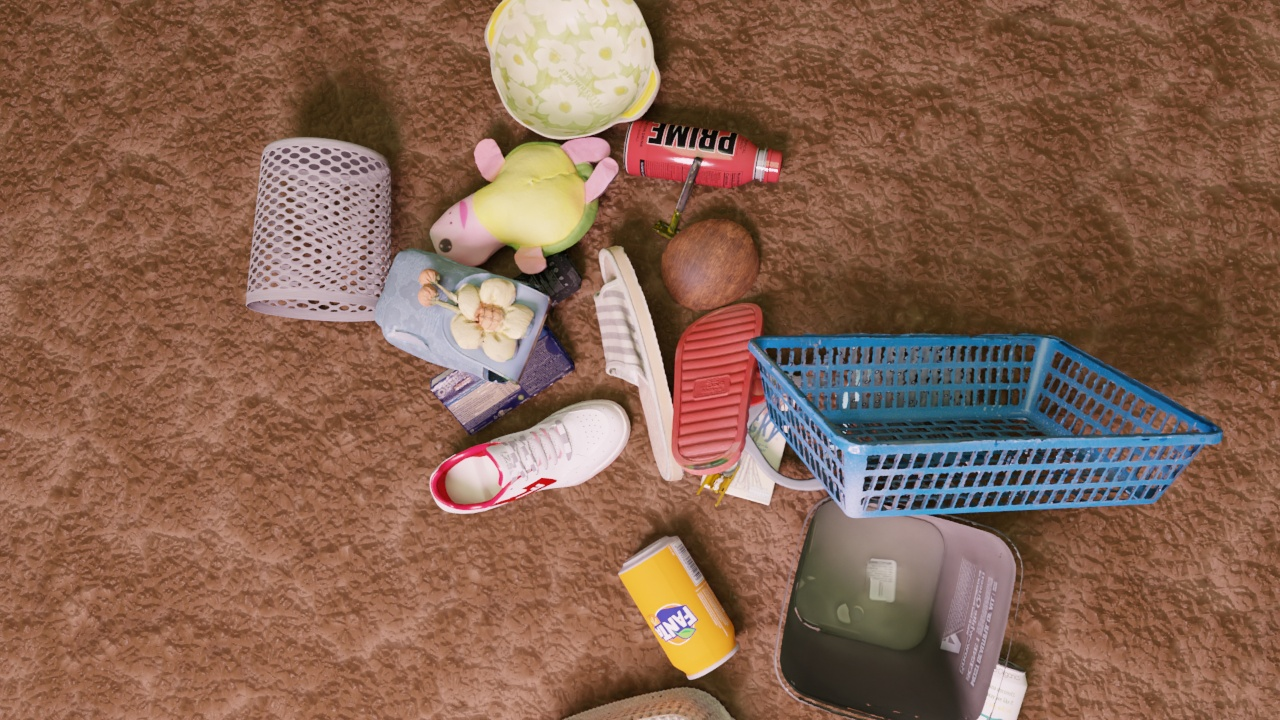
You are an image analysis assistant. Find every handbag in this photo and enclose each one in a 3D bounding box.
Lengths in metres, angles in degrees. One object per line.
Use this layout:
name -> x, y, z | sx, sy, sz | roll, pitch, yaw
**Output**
handbag -> -0.198, -0.053, 0.990 | 0.192, 0.118, 0.121 | 21, 82, 16

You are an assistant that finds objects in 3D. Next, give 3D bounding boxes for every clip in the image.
clip -> 0.087, 0.134, 1.010 | 0.048, 0.046, 0.054 | 30, 91, -37
clip -> 0.149, 0.103, 1.005 | 0.173, 0.030, 0.164 | -18, 82, 9

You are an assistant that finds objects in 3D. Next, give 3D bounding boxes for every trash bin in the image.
trash bin -> 0.240, 0.233, 0.916 | 0.197, 0.220, 0.197 | 13, 88, 8
trash bin -> -0.365, -0.147, 1.057 | 0.156, 0.156, 0.183 | 0, 84, 8

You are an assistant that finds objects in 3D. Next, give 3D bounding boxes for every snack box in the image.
snack box -> -0.160, 0.016, 1.062 | 0.150, 0.027, 0.082 | -32, 115, 4
snack box -> 0.125, 0.081, 1.039 | 0.082, 0.026, 0.150 | 14, 89, 9

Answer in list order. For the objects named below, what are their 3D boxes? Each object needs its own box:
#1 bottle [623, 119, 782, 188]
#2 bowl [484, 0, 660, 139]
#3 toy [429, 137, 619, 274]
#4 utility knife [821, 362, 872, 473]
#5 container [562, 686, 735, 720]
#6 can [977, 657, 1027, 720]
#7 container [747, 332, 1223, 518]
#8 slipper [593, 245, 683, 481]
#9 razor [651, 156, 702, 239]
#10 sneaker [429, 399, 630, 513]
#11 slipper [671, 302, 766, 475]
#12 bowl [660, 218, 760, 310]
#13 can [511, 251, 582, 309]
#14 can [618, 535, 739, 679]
bottle -> 0.073, -0.232, 1.046 | 0.177, 0.062, 0.062 | 10, 88, 8
bowl -> -0.075, -0.345, 1.075 | 0.219, 0.060, 0.188 | 30, 91, 9
toy -> -0.134, -0.178, 1.058 | 0.238, 0.087, 0.190 | -28, 72, 6
utility knife -> 0.227, 0.070, 1.033 | 0.022, 0.015, 0.147 | 22, 93, 7
container -> -0.008, 0.459, 0.977 | 0.252, 0.143, 0.184 | -17, 70, 6
can -> 0.371, 0.369, 0.974 | 0.055, 0.055, 0.101 | 17, 89, 8
container -> 0.304, 0.058, 0.876 | 0.362, 0.257, 0.089 | 0, 111, -12
slipper -> -0.006, 0.006, 1.024 | 0.054, 0.115, 0.272 | -17, 87, -15
razor -> 0.048, -0.183, 1.039 | 0.042, 0.026, 0.106 | 30, 129, 10
sneaker -> -0.127, 0.111, 1.032 | 0.237, 0.104, 0.090 | -19, 84, 6
slipper -> 0.086, 0.033, 0.980 | 0.104, 0.059, 0.248 | -8, 41, 22
bowl -> 0.081, -0.107, 1.041 | 0.114, 0.026, 0.102 | -23, 103, 4
can -> -0.135, -0.073, 1.069 | 0.138, 0.054, 0.054 | -32, 83, 5
can -> 0.043, 0.270, 1.012 | 0.079, 0.079, 0.142 | -33, 83, 5
